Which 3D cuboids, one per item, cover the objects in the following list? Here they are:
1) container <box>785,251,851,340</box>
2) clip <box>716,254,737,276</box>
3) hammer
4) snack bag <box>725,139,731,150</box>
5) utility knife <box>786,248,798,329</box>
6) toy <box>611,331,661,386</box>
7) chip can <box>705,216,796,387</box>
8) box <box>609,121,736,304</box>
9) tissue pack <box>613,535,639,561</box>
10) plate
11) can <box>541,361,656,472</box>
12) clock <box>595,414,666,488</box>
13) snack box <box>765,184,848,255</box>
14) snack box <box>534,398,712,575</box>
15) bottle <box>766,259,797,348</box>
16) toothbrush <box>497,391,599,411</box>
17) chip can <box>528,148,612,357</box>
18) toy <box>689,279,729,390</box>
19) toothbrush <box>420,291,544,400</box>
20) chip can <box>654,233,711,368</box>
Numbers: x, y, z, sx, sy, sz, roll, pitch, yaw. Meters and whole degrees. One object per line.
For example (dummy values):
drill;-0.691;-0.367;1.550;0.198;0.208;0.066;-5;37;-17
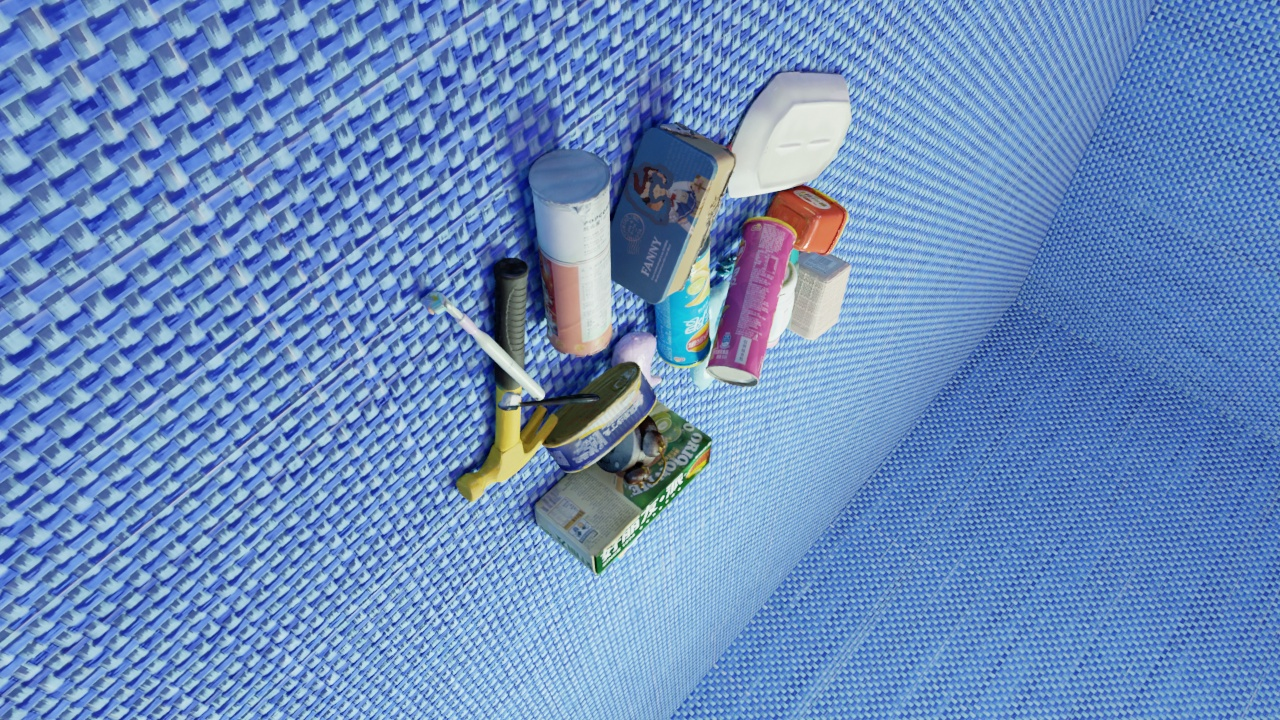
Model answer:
container;0.267;-0.110;1.439;0.089;0.090;0.111;-34;146;-39
clip;0.122;-0.128;1.236;0.056;0.014;0.043;-27;143;-45
hammer;-0.134;0.020;0.935;0.128;0.033;0.301;-37;151;-36
snack bag;0.072;-0.210;1.018;0.103;0.026;0.048;-34;143;-36
utility knife;0.229;-0.135;1.373;0.029;0.013;0.216;-42;142;-42
toy;-0.007;0.007;1.139;0.083;0.039;0.108;-23;139;-23
chip can;0.142;-0.075;1.176;0.071;0.071;0.210;53;51;-65
box;0.024;-0.145;0.939;0.061;0.090;0.185;-29;145;-56
tissue pack;-0.027;0.237;1.378;0.140;0.063;0.090;-50;156;-11
plate;0.195;-0.277;1.148;0.265;0.034;0.162;-21;140;-52
can;-0.048;0.066;1.077;0.148;0.075;0.049;-42;121;-16
clock;-0.013;0.110;1.173;0.055;0.122;0.082;2;121;-48
snack box;0.221;-0.189;1.248;0.080;0.091;0.082;-13;133;-47
snack box;-0.020;0.164;1.234;0.239;0.114;0.063;-42;153;-28
bottle;0.193;-0.079;1.369;0.068;0.068;0.197;-47;158;-18
toothbrush;-0.092;0.041;0.979;0.180;0.016;0.018;1;112;-61
chip can;-0.061;-0.094;0.870;0.071;0.071;0.215;-42;153;-27
toy;0.100;-0.034;1.277;0.156;0.050;0.161;9;106;-56
toothbrush;-0.138;-0.008;0.848;0.189;0.029;0.020;49;52;-52
chip can;0.050;-0.077;1.099;0.071;0.071;0.210;-44;154;-23
